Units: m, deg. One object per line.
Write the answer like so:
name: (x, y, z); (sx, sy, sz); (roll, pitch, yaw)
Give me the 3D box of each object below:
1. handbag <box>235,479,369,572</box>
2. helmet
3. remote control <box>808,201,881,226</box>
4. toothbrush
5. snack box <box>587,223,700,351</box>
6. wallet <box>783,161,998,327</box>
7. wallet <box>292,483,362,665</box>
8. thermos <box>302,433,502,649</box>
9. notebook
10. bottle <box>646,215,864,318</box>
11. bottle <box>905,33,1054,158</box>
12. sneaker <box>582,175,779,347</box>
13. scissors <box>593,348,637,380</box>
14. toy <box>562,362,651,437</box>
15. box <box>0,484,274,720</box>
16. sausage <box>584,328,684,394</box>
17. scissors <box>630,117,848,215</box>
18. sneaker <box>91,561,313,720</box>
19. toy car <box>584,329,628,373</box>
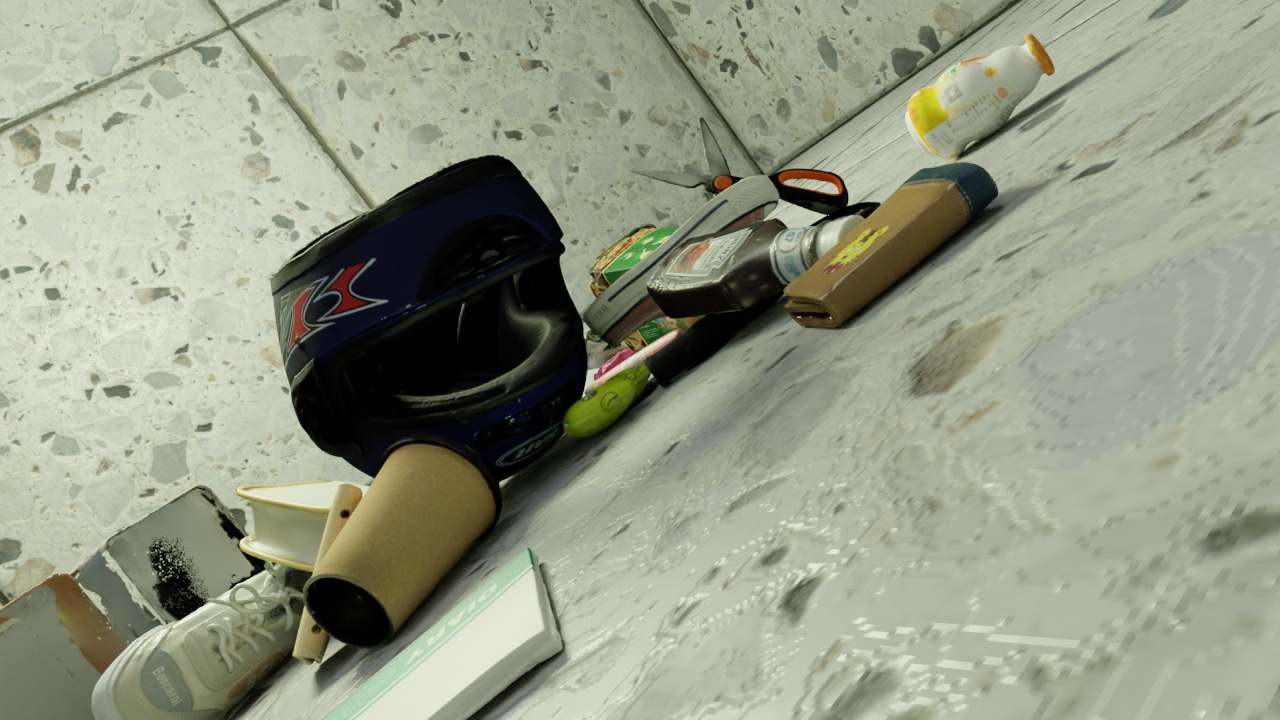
handbag: (-0.238, 0.138, 0.804); (0.164, 0.063, 0.178); (3, 3, 34)
helmet: (-0.158, -0.010, 0.764); (0.246, 0.240, 0.316); (-33, 10, -31)
remote control: (0.145, -0.101, 0.792); (0.137, 0.024, 0.053); (-34, 6, 30)
toothbrush: (0.094, -0.053, 0.707); (0.212, 0.026, 0.027); (-37, 14, 0)
snack box: (0.029, -0.082, 0.974); (0.117, 0.118, 0.106); (-42, 20, -32)
wallet: (0.138, -0.063, 0.523); (0.115, 0.033, 0.090); (-41, 7, -2)
wallet: (-0.215, 0.150, 0.637); (0.087, 0.024, 0.115); (117, 161, -65)
thermos: (-0.154, 0.116, 0.605); (0.093, 0.093, 0.142); (-34, 16, 31)
notebook: (-0.124, 0.164, 0.393); (0.209, 0.012, 0.150); (-38, 5, -7)
bottle: (0.084, -0.069, 0.656); (0.079, 0.044, 0.195); (-49, 23, -25)
bottle: (0.266, -0.208, 0.721); (0.109, 0.063, 0.063); (-32, 8, 38)
sneaker: (0.056, -0.077, 0.819); (0.240, 0.088, 0.119); (-42, 0, -31)
scissors: (0.003, -0.021, 1.037); (0.137, 0.017, 0.073); (-36, -4, -13)
toy: (-0.027, 0.034, 0.727); (0.099, 0.031, 0.097); (-37, 1, -39)
box: (-0.443, 0.250, 0.794); (0.111, 0.179, 0.258); (-35, 4, 25)
sausage: (-0.005, 0.005, 0.868); (0.156, 0.020, 0.020); (-32, 8, 40)
scissors: (0.099, -0.164, 0.940); (0.022, 0.235, 0.220); (79, -163, -60)
sneaker: (-0.316, 0.222, 0.746); (0.091, 0.089, 0.241); (-30, 2, 24)
toy car: (-0.025, -0.023, 1.073); (0.120, 0.037, 0.054); (-29, -22, -22)
